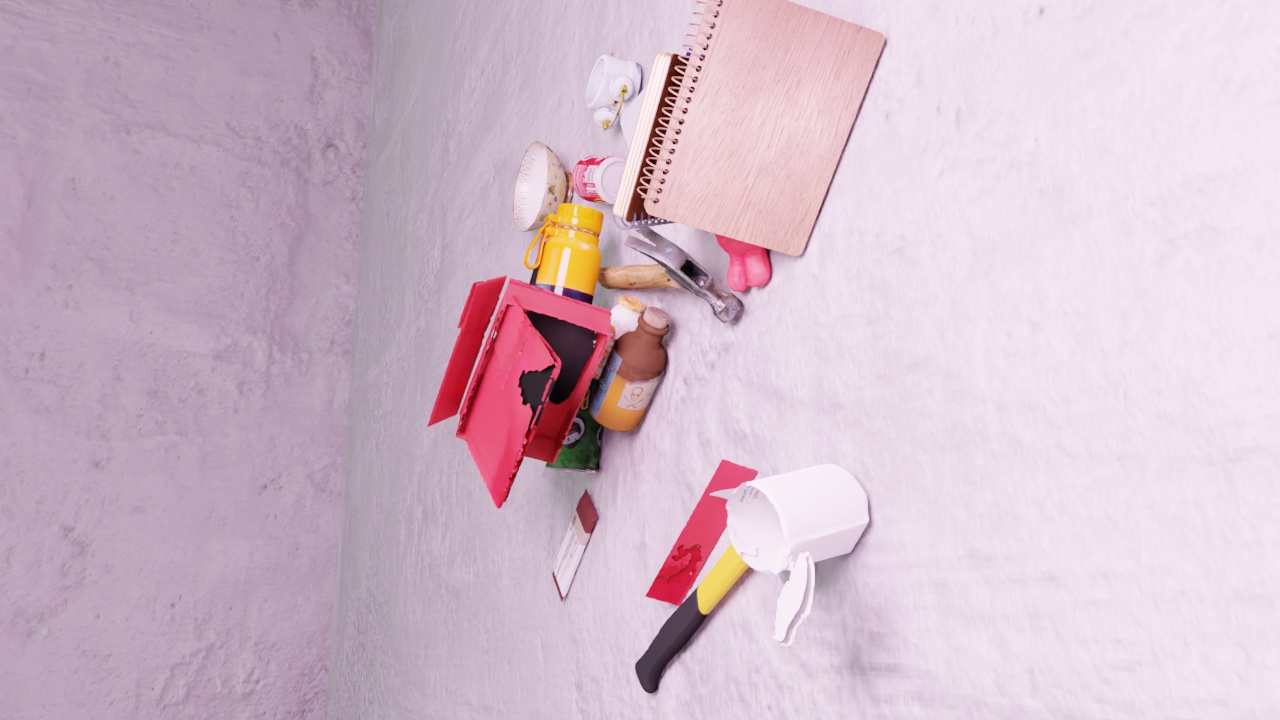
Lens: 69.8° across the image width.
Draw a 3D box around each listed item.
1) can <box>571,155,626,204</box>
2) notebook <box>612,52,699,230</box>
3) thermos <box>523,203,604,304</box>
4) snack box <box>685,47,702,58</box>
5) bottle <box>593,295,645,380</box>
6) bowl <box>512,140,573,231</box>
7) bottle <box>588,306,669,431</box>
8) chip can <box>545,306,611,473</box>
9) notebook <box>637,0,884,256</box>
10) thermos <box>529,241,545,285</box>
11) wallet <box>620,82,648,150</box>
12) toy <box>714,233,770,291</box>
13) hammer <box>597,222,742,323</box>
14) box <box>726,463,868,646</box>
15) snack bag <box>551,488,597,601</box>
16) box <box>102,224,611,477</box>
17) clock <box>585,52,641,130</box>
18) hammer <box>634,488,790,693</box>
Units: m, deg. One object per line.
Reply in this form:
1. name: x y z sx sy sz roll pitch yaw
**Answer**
1. can: -0.051 -0.247 1.251 0.105 0.064 0.064 26 106 62
2. notebook: 0.041 -0.220 0.941 0.024 0.225 0.168 23 109 18
3. thermos: -0.103 -0.081 1.161 0.076 0.091 0.232 10 88 42
4. snack box: 0.044 -0.274 1.019 0.082 0.027 0.150 -63 -3 -7
5. bottle: -0.030 -0.027 1.158 0.109 0.063 0.063 -67 31 19
6. bowl: -0.147 -0.267 1.443 0.145 0.063 0.145 -28 58 58
7. bottle: -0.007 0.006 1.097 0.157 0.067 0.067 -66 31 30
8. chip can: -0.079 0.037 1.227 0.076 0.075 0.223 -2 81 63
9. notebook: 0.103 -0.215 0.831 0.022 0.169 0.211 -104 30 -66
10. thermos: -0.144 -0.060 1.327 0.061 0.061 0.230 -28 44 58
11. wallet: 0.016 -0.299 1.177 0.086 0.032 0.116 -43 44 37
12. toy: 0.106 -0.138 0.939 0.092 0.045 0.135 5 99 61
13. hammer: 0.003 -0.101 1.087 0.033 0.132 0.331 -53 17 -8
14. box: 0.134 0.150 0.731 0.143 0.137 0.083 56 138 38
15. snack bag: -0.091 0.255 1.259 0.158 0.013 0.057 -69 28 25
16. box: -0.282 0.010 0.982 0.216 0.510 0.141 -64 33 30
17. clock: -0.035 -0.366 1.255 0.117 0.057 0.083 -99 31 -42
18. hammer: 0.063 0.247 0.940 0.325 0.029 0.127 -61 42 40
